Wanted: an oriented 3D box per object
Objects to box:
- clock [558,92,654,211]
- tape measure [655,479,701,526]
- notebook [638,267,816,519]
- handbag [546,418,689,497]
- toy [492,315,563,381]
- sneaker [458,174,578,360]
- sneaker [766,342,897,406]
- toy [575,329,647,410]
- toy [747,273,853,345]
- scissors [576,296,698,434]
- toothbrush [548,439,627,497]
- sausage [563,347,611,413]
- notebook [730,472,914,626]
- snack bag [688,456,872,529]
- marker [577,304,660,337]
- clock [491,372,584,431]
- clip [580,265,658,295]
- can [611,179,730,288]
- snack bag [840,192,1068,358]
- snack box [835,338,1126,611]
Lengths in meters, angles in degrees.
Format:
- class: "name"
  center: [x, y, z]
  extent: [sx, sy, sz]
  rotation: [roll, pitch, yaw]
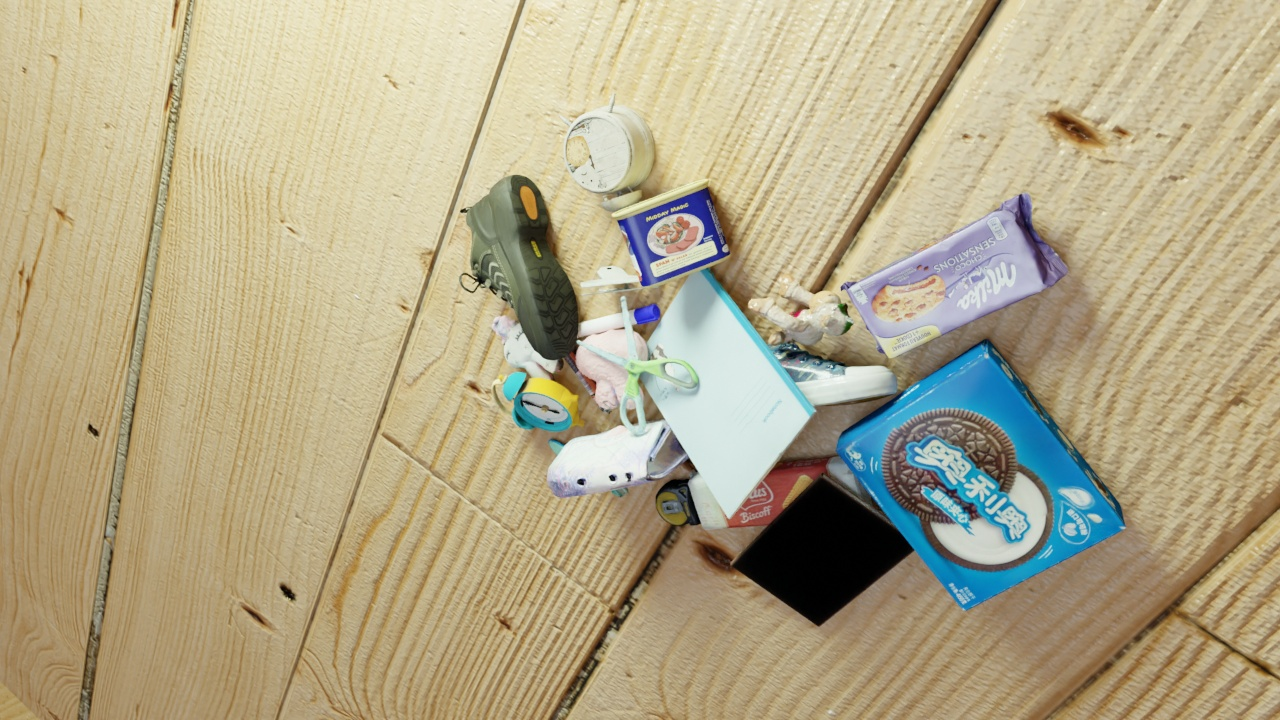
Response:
- class: "clock"
  center: [-0.036, -0.226, 1.082]
  extent: [0.104, 0.061, 0.157]
  rotation: [-12, 101, 31]
- class: "tape measure"
  center: [0.049, 0.190, 1.216]
  extent: [0.061, 0.034, 0.062]
  rotation: [-12, 102, 33]
- class: "notebook"
  center: [0.087, 0.030, 1.074]
  extent: [0.181, 0.009, 0.253]
  rotation: [-58, 48, 31]
- class: "handbag"
  center: [-0.027, 0.125, 1.176]
  extent: [0.159, 0.126, 0.069]
  rotation: [-13, 100, 33]
- class: "toy"
  center: [-0.156, -0.015, 1.244]
  extent: [0.122, 0.037, 0.079]
  rotation: [43, 135, 13]
- class: "sneaker"
  center: [-0.177, -0.105, 1.177]
  extent: [0.143, 0.100, 0.238]
  rotation: [-15, 93, 30]
- class: "sneaker"
  center: [0.180, 0.015, 1.060]
  extent: [0.236, 0.087, 0.079]
  rotation: [-4, 88, 35]
- class: "toy"
  center: [-0.034, 0.013, 1.174]
  extent: [0.108, 0.053, 0.105]
  rotation: [-6, 96, 33]
- class: "toy"
  center: [0.183, -0.050, 1.013]
  extent: [0.106, 0.085, 0.074]
  rotation: [9, 112, 37]
- class: "scissors"
  center: [-0.009, 0.011, 1.121]
  extent: [0.171, 0.023, 0.172]
  rotation: [21, 115, 27]
- class: "toothbrush"
  center: [-0.076, 0.150, 1.278]
  extent: [0.135, 0.017, 0.022]
  rotation: [33, 124, 13]
- class: "sausage"
  center: [-0.084, 0.006, 1.224]
  extent: [0.020, 0.020, 0.155]
  rotation: [-36, 90, 34]
- class: "notebook"
  center: [0.221, 0.237, 1.127]
  extent: [0.141, 0.008, 0.210]
  rotation: [35, 130, 0]
- class: "snack bag"
  center: [0.169, 0.165, 1.139]
  extent: [0.226, 0.041, 0.077]
  rotation: [-11, 106, 30]
- class: "marker"
  center: [-0.039, -0.047, 1.179]
  extent: [0.142, 0.020, 0.020]
  rotation: [-12, 103, 31]
- class: "clock"
  center: [-0.141, 0.059, 1.247]
  extent: [0.130, 0.043, 0.099]
  rotation: [9, 141, 16]
- class: "clip"
  center: [-0.033, -0.091, 1.140]
  extent: [0.055, 0.101, 0.045]
  rotation: [-145, 51, -65]
- class: "can"
  center: [0.037, -0.145, 1.056]
  extent: [0.116, 0.056, 0.092]
  rotation: [-21, 103, 0]
- class: "snack bag"
  center: [0.321, -0.085, 0.950]
  extent: [0.206, 0.058, 0.096]
  rotation: [-27, 98, 31]
- class: "snack box"
  center: [0.362, 0.127, 0.991]
  extent: [0.196, 0.056, 0.239]
  rotation: [-38, 91, 26]
